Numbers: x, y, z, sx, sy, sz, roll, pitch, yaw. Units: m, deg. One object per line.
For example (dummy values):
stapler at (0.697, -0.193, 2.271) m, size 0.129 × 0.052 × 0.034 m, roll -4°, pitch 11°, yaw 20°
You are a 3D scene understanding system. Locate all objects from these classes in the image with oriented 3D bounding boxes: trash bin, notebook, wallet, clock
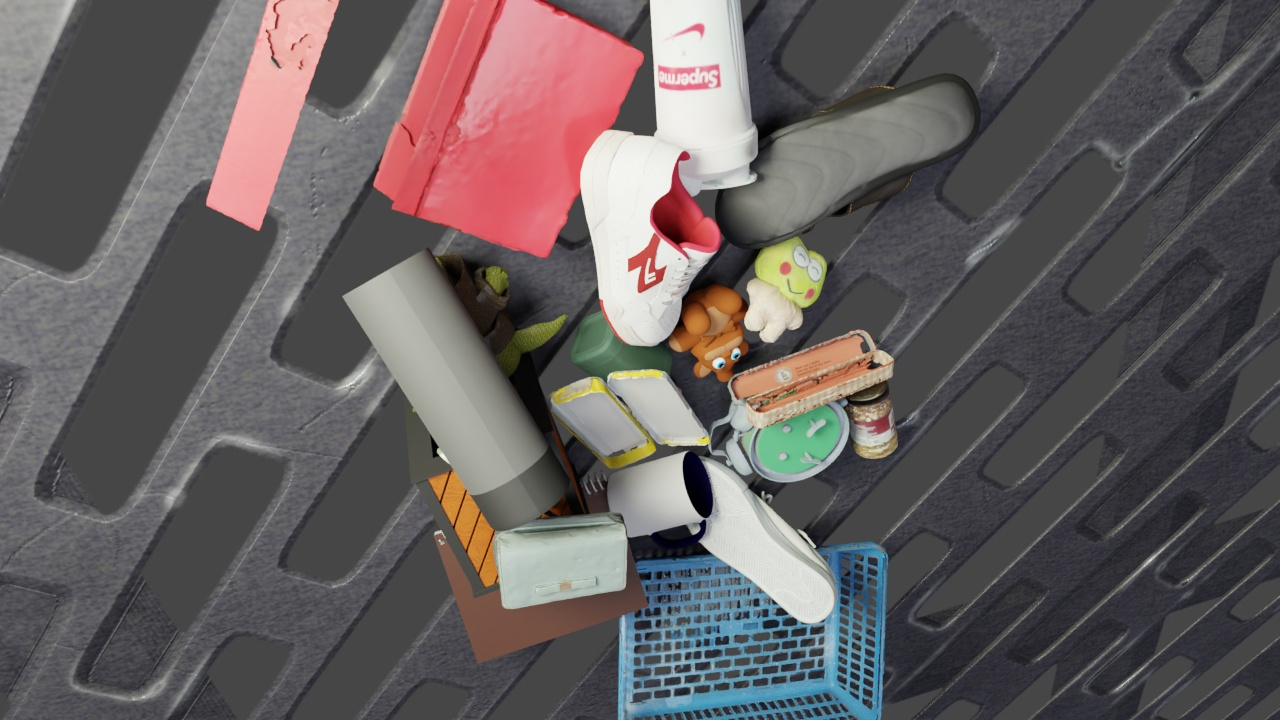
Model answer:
trash bin at (-0.144, 0.118, 0.957) m, size 0.139 × 0.139 × 0.172 m, roll -20°, pitch 126°, yaw -4°
notebook at (-0.115, 0.239, 1.069) m, size 0.209 × 0.022 × 0.171 m, roll -18°, pitch 97°, yaw -3°
wallet at (-0.076, 0.195, 0.898) m, size 0.131 × 0.054 × 0.101 m, roll -7°, pitch 134°, yaw -8°
clock at (0.158, 0.082, 1.066) m, size 0.161 × 0.075 × 0.122 m, roll -7°, pitch 124°, yaw -12°

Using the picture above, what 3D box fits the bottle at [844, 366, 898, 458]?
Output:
bottle at (0.275, 0.063, 1.102) m, size 0.056 × 0.056 × 0.105 m, roll -22°, pitch 126°, yaw -2°

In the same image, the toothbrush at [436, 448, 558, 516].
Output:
toothbrush at (-0.121, 0.130, 0.874) m, size 0.017 × 0.016 × 0.189 m, roll -37°, pitch 126°, yaw 21°

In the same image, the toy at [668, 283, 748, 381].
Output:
toy at (0.081, -0.022, 0.982) m, size 0.095 × 0.065 × 0.128 m, roll -29°, pitch 132°, yaw -8°

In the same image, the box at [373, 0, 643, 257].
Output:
box at (-0.108, -0.209, 0.806) m, size 0.153 × 0.164 × 0.215 m, roll 35°, pitch 112°, yaw 14°

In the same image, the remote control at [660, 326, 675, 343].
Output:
remote control at (0.019, -0.075, 0.956) m, size 0.032 × 0.015 × 0.137 m, roll -11°, pitch 127°, yaw -10°

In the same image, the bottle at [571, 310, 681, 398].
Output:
bottle at (-0.006, 0.006, 0.967) m, size 0.061 × 0.061 × 0.131 m, roll -20°, pitch 135°, yaw 39°

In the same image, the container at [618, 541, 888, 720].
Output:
container at (0.136, 0.361, 1.190) m, size 0.361 × 0.089 × 0.257 m, roll 0°, pitch 95°, yaw -17°

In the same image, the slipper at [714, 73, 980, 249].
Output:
slipper at (0.196, -0.195, 0.898) m, size 0.268 × 0.075 × 0.113 m, roll -25°, pitch 102°, yaw 12°

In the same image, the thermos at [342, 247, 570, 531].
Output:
thermos at (-0.155, 0.027, 0.794) m, size 0.082 × 0.082 × 0.240 m, roll -29°, pitch 103°, yaw 3°

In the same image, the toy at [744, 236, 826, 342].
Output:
toy at (0.149, -0.075, 0.962) m, size 0.092 × 0.046 × 0.115 m, roll 35°, pitch 78°, yaw -33°

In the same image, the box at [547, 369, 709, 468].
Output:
box at (-0.007, 0.064, 0.973) m, size 0.130 × 0.036 × 0.209 m, roll -13°, pitch 153°, yaw 12°

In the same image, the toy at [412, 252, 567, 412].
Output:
toy at (-0.176, -0.034, 0.884) m, size 0.179 × 0.078 × 0.153 m, roll -31°, pitch 132°, yaw 6°

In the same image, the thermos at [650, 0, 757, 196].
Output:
thermos at (0.049, -0.257, 0.803) m, size 0.099 × 0.099 × 0.221 m, roll -13°, pitch 121°, yaw -9°

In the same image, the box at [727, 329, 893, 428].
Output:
box at (0.191, 0.018, 1.019) m, size 0.186 × 0.083 × 0.042 m, roll -20°, pitch 128°, yaw -19°

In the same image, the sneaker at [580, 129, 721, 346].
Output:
sneaker at (0.023, -0.097, 0.840) m, size 0.104 × 0.090 × 0.237 m, roll 12°, pitch 137°, yaw 22°

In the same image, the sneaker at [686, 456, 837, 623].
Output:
sneaker at (0.137, 0.209, 1.101) m, size 0.242 × 0.090 × 0.090 m, roll 43°, pitch 103°, yaw 10°

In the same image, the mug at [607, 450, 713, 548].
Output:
mug at (0.030, 0.168, 1.056) m, size 0.097 × 0.078 × 0.112 m, roll -19°, pitch 109°, yaw 23°
